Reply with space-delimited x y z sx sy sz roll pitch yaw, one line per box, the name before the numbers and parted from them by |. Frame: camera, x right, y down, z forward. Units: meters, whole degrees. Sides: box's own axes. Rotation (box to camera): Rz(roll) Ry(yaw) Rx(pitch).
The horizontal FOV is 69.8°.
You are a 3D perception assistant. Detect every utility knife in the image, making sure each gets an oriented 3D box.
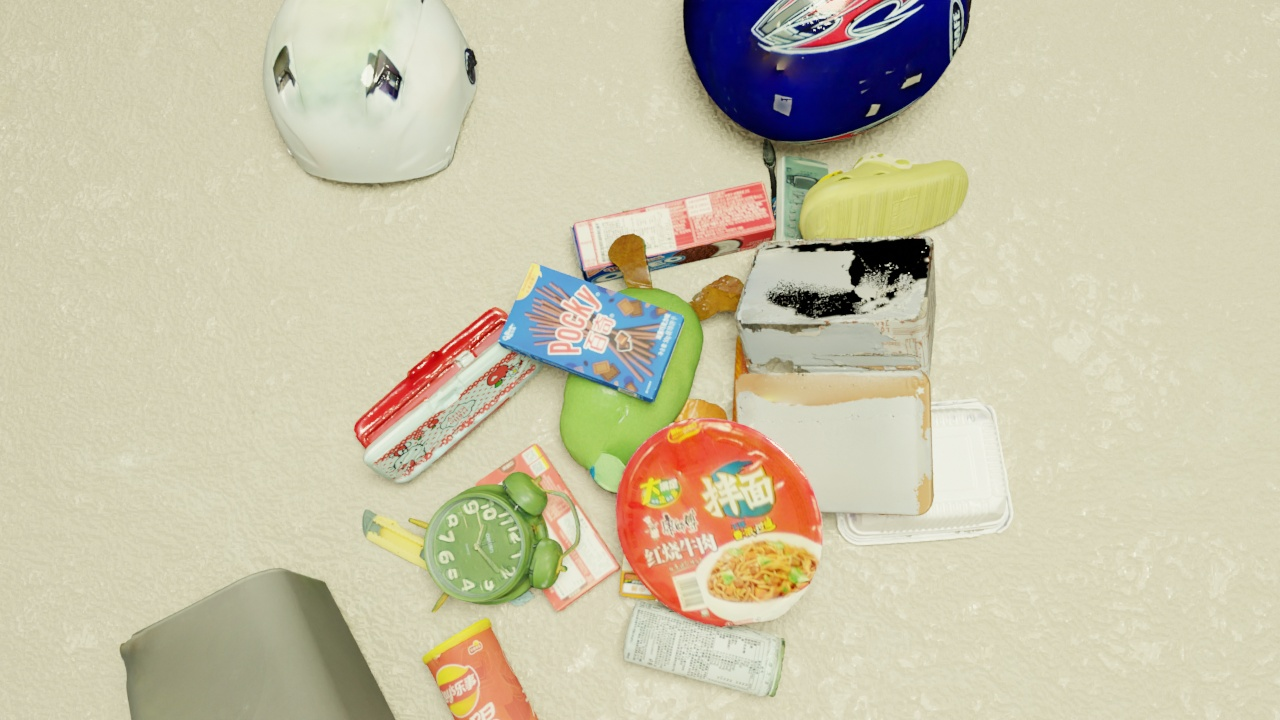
utility knife | -0.196 0.201 0.920 0.195 0.020 0.031 24 85 3

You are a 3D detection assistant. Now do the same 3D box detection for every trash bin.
trash bin | -0.329 0.323 0.813 0.199 0.199 0.219 -27 69 -6

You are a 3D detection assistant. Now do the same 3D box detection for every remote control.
remote control | 0.172 -0.150 0.975 0.056 0.019 0.135 7 76 -15

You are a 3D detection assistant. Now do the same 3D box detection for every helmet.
helmet | 0.203 -0.351 0.908 0.315 0.247 0.240 -27 59 4
helmet | -0.300 -0.326 0.981 0.229 0.146 0.258 6 76 4

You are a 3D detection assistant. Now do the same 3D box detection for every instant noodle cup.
instant noodle cup | 0.076 0.142 0.839 0.194 0.065 0.194 3 99 22
instant noodle cup | 0.276 0.106 0.897 0.173 0.060 0.138 -5 76 3

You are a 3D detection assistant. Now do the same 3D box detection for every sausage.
sausage | 0.105 0.044 0.938 0.021 0.021 0.165 4 77 3

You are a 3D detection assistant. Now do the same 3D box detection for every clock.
clock | -0.134 0.171 0.874 0.161 0.056 0.116 -19 80 7

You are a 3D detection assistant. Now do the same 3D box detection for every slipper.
slipper | 0.246 -0.170 0.957 0.190 0.092 0.081 -14 43 -12

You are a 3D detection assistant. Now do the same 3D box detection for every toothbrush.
toothbrush | 0.149 -0.152 0.986 0.014 0.016 0.189 -8 77 8

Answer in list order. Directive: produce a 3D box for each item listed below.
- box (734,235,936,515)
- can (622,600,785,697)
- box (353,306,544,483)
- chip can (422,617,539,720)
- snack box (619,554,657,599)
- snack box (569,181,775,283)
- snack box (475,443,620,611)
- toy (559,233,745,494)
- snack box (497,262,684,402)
box | 0.182 0.007 0.857 0.179 0.130 0.272 0 70 22
can | 0.059 0.272 0.866 0.147 0.058 0.058 12 77 5
box | -0.196 0.029 0.914 0.201 0.101 0.095 -41 79 -8
chip can | -0.124 0.352 0.849 0.073 0.073 0.216 -29 78 -5
snack box | 0.059 0.200 0.900 0.154 0.026 0.075 5 77 4
snack box | 0.033 -0.134 0.966 0.207 0.057 0.058 -12 79 -1
snack box | -0.092 0.165 0.916 0.075 0.025 0.153 -35 77 -5
toy | -0.005 0.005 0.915 0.227 0.090 0.246 26 84 -8
snack box | -0.046 -0.027 0.861 0.157 0.026 0.084 20 79 8
